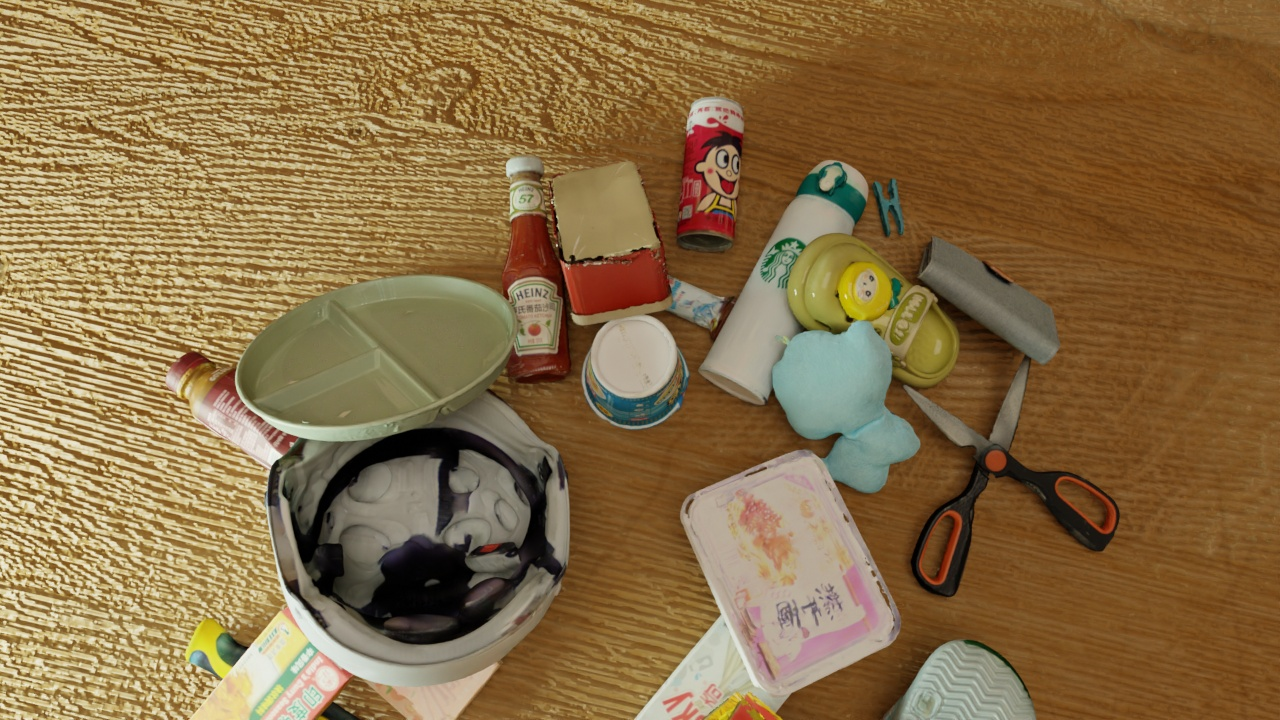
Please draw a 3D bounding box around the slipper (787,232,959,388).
[{"bbox_3d":[0.215,-0.041,0.780,0.190,0.082,0.091,31,79,-24],"label":"slipper"}]

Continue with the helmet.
[{"bbox_3d":[-0.173,0.145,0.733,0.228,0.146,0.258,-5,46,-21],"label":"helmet"}]

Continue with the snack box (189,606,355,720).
[{"bbox_3d":[-0.300,0.274,0.740,0.077,0.027,0.156,43,104,5],"label":"snack box"}]

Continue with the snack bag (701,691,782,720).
[{"bbox_3d":[0.126,0.358,0.709,0.208,0.073,0.129,42,112,7],"label":"snack bag"}]

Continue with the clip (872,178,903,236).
[{"bbox_3d":[0.234,-0.143,0.860,0.046,0.014,0.057,-7,81,-3],"label":"clip"}]

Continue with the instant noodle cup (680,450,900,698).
[{"bbox_3d":[0.119,0.176,0.767,0.138,0.060,0.173,-20,75,-16],"label":"instant noodle cup"}]

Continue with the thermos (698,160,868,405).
[{"bbox_3d":[0.132,-0.073,0.817,0.073,0.073,0.224,28,82,5],"label":"thermos"}]

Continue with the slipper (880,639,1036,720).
[{"bbox_3d":[0.230,0.340,0.747,0.104,0.074,0.245,30,98,7],"label":"slipper"}]

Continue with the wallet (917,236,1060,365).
[{"bbox_3d":[0.308,-0.061,0.807,0.130,0.106,0.037,35,121,3],"label":"wallet"}]

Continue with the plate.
[{"bbox_3d":[-0.214,-0.006,0.762,0.230,0.229,0.027,-3,124,2],"label":"plate"}]

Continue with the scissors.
[{"bbox_3d":[0.307,0.106,0.799,0.230,0.022,0.221,38,87,-2],"label":"scissors"}]

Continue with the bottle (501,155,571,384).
[{"bbox_3d":[-0.097,-0.083,0.828,0.060,0.060,0.206,-5,80,-1],"label":"bottle"}]

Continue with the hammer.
[{"bbox_3d":[-0.240,0.314,0.761,0.323,0.031,0.126,26,101,9],"label":"hammer"}]

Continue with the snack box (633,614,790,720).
[{"bbox_3d":[0.059,0.295,0.777,0.084,0.027,0.156,41,82,7],"label":"snack box"}]

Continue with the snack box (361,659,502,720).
[{"bbox_3d":[-0.205,0.242,0.788,0.157,0.026,0.084,38,82,6],"label":"snack box"}]

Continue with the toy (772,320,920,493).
[{"bbox_3d":[0.168,0.038,0.773,0.156,0.162,0.049,31,37,-4],"label":"toy"}]

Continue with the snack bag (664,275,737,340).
[{"bbox_3d":[0.038,-0.057,0.840,0.104,0.026,0.048,27,90,5],"label":"snack bag"}]

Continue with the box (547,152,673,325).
[{"bbox_3d":[-0.027,-0.111,0.777,0.091,0.078,0.168,-11,36,-1],"label":"box"}]

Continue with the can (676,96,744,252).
[{"bbox_3d":[0.065,-0.171,0.846,0.053,0.053,0.132,6,80,1],"label":"can"}]

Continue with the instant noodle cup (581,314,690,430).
[{"bbox_3d":[-0.005,0.005,0.787,0.099,0.110,0.099,0,79,0],"label":"instant noodle cup"}]

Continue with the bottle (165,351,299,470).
[{"bbox_3d":[-0.335,0.055,0.806,0.175,0.057,0.057,33,82,6],"label":"bottle"}]
